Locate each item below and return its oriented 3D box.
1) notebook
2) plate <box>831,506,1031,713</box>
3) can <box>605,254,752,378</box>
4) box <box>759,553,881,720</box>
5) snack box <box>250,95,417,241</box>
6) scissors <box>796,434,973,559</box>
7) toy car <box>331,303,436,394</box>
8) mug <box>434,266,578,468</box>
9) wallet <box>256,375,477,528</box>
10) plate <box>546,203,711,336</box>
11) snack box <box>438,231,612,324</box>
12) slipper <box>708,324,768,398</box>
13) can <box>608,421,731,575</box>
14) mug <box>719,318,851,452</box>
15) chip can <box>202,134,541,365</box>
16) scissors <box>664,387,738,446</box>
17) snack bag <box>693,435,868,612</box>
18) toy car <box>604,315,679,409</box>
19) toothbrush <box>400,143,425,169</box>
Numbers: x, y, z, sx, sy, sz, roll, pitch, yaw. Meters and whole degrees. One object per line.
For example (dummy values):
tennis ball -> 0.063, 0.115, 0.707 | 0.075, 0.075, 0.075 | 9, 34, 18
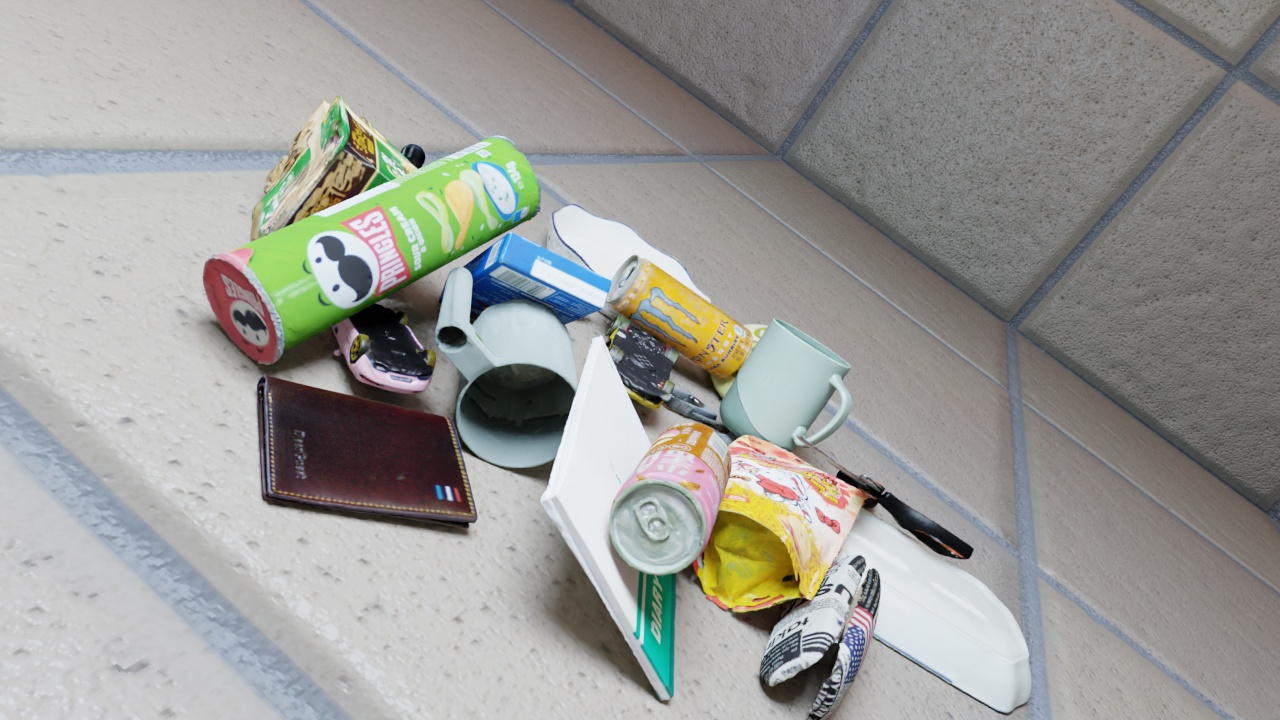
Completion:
notebook -> -0.009, 0.089, 0.589 | 0.208, 0.012, 0.150 | -82, 148, -65
plate -> 0.233, 0.195, 0.790 | 0.265, 0.034, 0.161 | 33, 22, -6
can -> 0.039, -0.042, 0.897 | 0.146, 0.058, 0.058 | 33, 22, -20
box -> 0.141, 0.190, 0.631 | 0.079, 0.074, 0.163 | 48, 22, 10
snack box -> -0.219, -0.120, 0.705 | 0.105, 0.118, 0.117 | 31, 20, -36
scissors -> 0.210, 0.122, 0.829 | 0.221, 0.021, 0.224 | 34, -3, -10
toy car -> -0.179, -0.009, 0.626 | 0.056, 0.037, 0.122 | 16, 16, -35
mug -> -0.096, -0.001, 0.638 | 0.124, 0.084, 0.103 | 54, 11, -27
wallet -> -0.162, 0.055, 0.541 | 0.122, 0.020, 0.096 | 16, 29, -34
plate -> -0.018, -0.095, 1.013 | 0.205, 0.046, 0.204 | 29, 24, -14
snack box -> -0.094, -0.053, 0.713 | 0.084, 0.026, 0.157 | 24, -18, -23
slipper -> 0.121, -0.004, 0.977 | 0.091, 0.082, 0.190 | 23, 22, -21
can -> 0.022, 0.080, 0.568 | 0.058, 0.058, 0.147 | 36, 13, 4
mug -> 0.137, 0.034, 0.836 | 0.082, 0.106, 0.112 | 20, 16, -48
chip can -> -0.169, -0.084, 0.618 | 0.072, 0.072, 0.235 | 40, 47, 13
scissors -> 0.089, 0.068, 0.873 | 0.172, 0.014, 0.159 | 37, 22, 1
snack bag -> 0.102, 0.115, 0.709 | 0.129, 0.073, 0.207 | 22, 21, 16
toy car -> -0.005, 0.005, 0.829 | 0.071, 0.041, 0.155 | 32, 17, -7
toothbrush -> -0.231, -0.163, 0.878 | 0.027, 0.026, 0.212 | -5, 31, -3
